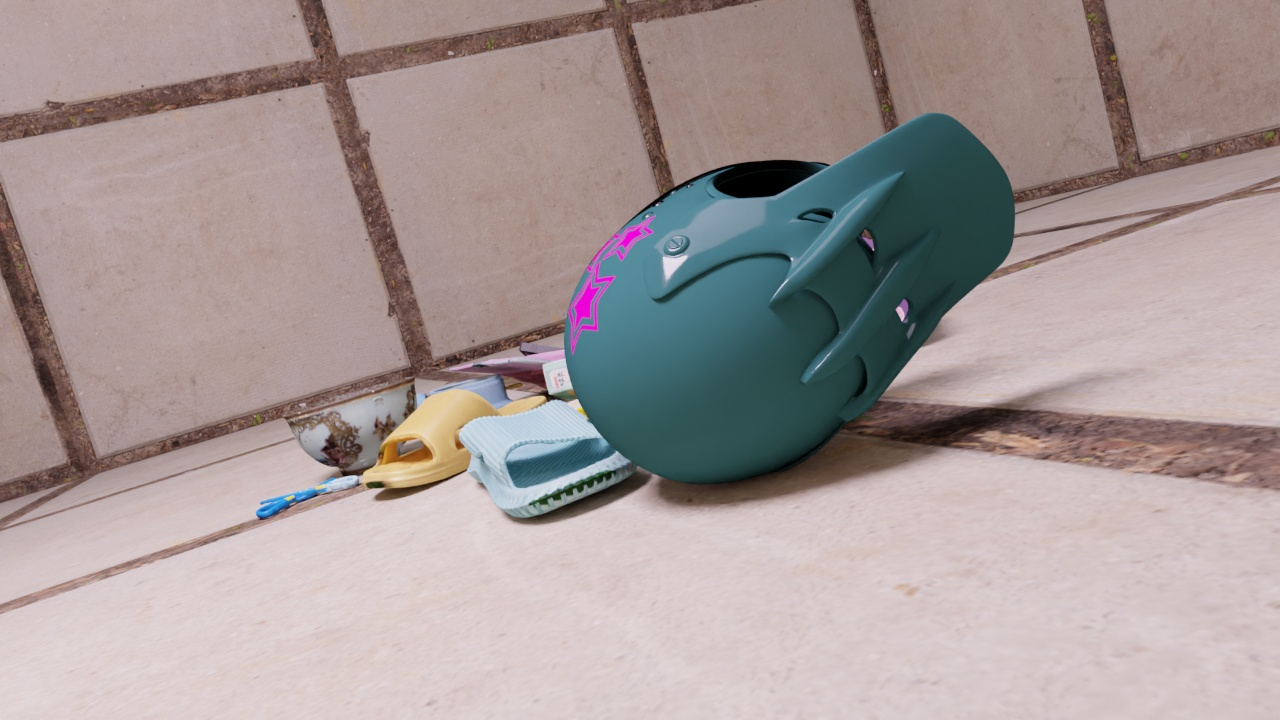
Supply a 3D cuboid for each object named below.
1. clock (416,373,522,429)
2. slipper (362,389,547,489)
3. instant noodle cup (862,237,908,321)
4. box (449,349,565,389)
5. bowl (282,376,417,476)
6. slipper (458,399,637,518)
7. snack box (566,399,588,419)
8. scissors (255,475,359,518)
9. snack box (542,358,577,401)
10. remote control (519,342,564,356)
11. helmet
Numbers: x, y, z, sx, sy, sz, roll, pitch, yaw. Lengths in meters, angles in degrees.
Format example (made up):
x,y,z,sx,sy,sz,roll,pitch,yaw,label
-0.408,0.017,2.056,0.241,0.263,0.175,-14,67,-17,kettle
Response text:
x,y,z,sx,sy,sz,roll,pitch,yaw,label
-0.246,0.063,1.249,0.161,0.060,0.118,-17,6,-41,clock
-0.195,0.069,0.974,0.100,0.078,0.262,-15,5,34,slipper
0.225,-0.059,0.941,0.137,0.122,0.121,-23,-8,29,instant noodle cup
-0.146,0.006,1.290,0.179,0.040,0.233,11,-10,-33,box
-0.341,0.086,1.120,0.160,0.094,0.160,-16,6,1,bowl
-0.084,0.068,0.736,0.115,0.069,0.277,-15,4,-21,slipper
-0.048,0.052,0.987,0.152,0.025,0.075,-19,7,-25,snack box
-0.372,0.148,1.018,0.126,0.013,0.125,-10,8,15,scissors
-0.007,0.006,1.101,0.194,0.044,0.141,-15,-8,6,snack box
-0.107,-0.005,1.343,0.133,0.013,0.058,8,-11,9,remote control
0.083,-0.038,0.583,0.274,0.176,0.200,-40,26,-6,helmet
